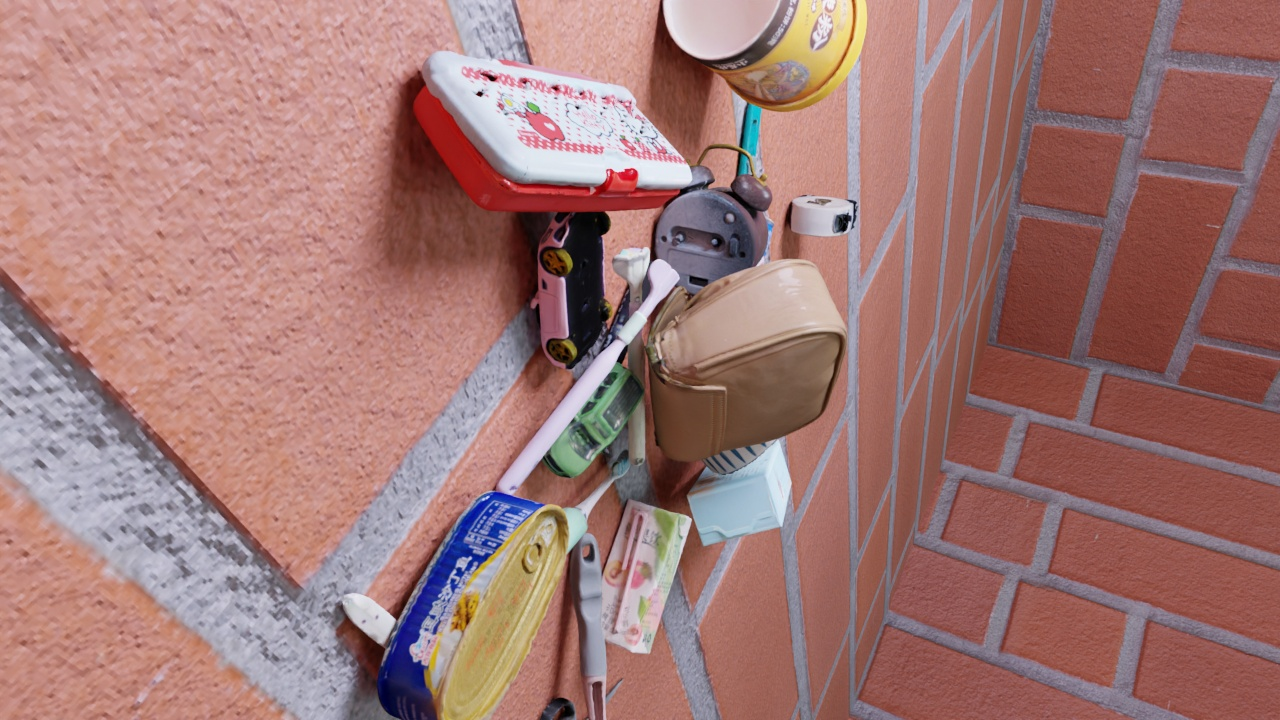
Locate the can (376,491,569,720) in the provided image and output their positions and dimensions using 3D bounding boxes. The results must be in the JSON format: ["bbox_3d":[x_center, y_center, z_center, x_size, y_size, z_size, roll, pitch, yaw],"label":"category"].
[{"bbox_3d":[-0.096,0.148,0.548,0.147,0.049,0.075,-63,151,-31],"label":"can"}]

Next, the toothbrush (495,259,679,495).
[{"bbox_3d":[-0.037,0.013,0.611,0.189,0.021,0.029,-53,137,-7],"label":"toothbrush"}]

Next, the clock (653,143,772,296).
[{"bbox_3d":[0.059,-0.106,0.712,0.055,0.082,0.122,-37,137,-59],"label":"clock"}]

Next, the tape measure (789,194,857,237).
[{"bbox_3d":[0.192,-0.154,0.976,0.065,0.066,0.034,-36,131,-56],"label":"tape measure"}]

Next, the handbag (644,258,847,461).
[{"bbox_3d":[0.074,0.002,0.695,0.205,0.147,0.099,84,-14,-64],"label":"handbag"}]

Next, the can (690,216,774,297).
[{"bbox_3d":[0.073,-0.062,0.799,0.053,0.053,0.134,19,87,-65],"label":"can"}]

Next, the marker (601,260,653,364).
[{"bbox_3d":[-0.015,-0.014,0.685,0.022,0.020,0.132,32,74,-36],"label":"marker"}]

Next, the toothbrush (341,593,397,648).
[{"bbox_3d":[-0.136,0.182,0.561,0.016,0.017,0.188,-57,148,-26],"label":"toothbrush"}]

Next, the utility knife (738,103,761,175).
[{"bbox_3d":[0.098,-0.181,0.828,0.029,0.013,0.187,-30,131,-56],"label":"utility knife"}]

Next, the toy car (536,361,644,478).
[{"bbox_3d":[-0.034,0.041,0.640,0.091,0.036,0.043,-52,124,-19],"label":"toy car"}]

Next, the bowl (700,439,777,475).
[{"bbox_3d":[0.084,0.040,0.843,0.066,0.117,0.116,44,55,-14],"label":"bowl"}]

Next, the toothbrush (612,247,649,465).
[{"bbox_3d":[-0.004,0.004,0.675,0.029,0.020,0.190,-18,128,-23],"label":"toothbrush"}]

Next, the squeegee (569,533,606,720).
[{"bbox_3d":[-0.034,0.259,0.738,0.247,0.040,0.249,-7,94,-19],"label":"squeegee"}]

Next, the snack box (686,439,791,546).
[{"bbox_3d":[0.099,0.123,0.879,0.174,0.074,0.051,-26,100,-76],"label":"snack box"}]

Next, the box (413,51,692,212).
[{"bbox_3d":[-0.039,-0.126,0.511,0.047,0.086,0.200,-39,170,28],"label":"box"}]

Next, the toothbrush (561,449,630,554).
[{"bbox_3d":[-0.064,0.134,0.664,0.223,0.026,0.027,-45,153,-47],"label":"toothbrush"}]

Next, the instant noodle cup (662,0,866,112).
[{"bbox_3d":[0.084,-0.247,0.651,0.114,0.119,0.118,-3,107,-55],"label":"instant noodle cup"}]

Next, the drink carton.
[{"bbox_3d":[-0.002,0.185,0.792,0.045,0.053,0.122,35,72,-63],"label":"drink carton"}]

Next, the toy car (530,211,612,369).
[{"bbox_3d":[-0.045,-0.048,0.579,0.056,0.037,0.123,-53,156,-40],"label":"toy car"}]

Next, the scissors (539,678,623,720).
[{"bbox_3d":[-0.059,0.332,0.814,0.177,0.014,0.160,-54,151,-41],"label":"scissors"}]
